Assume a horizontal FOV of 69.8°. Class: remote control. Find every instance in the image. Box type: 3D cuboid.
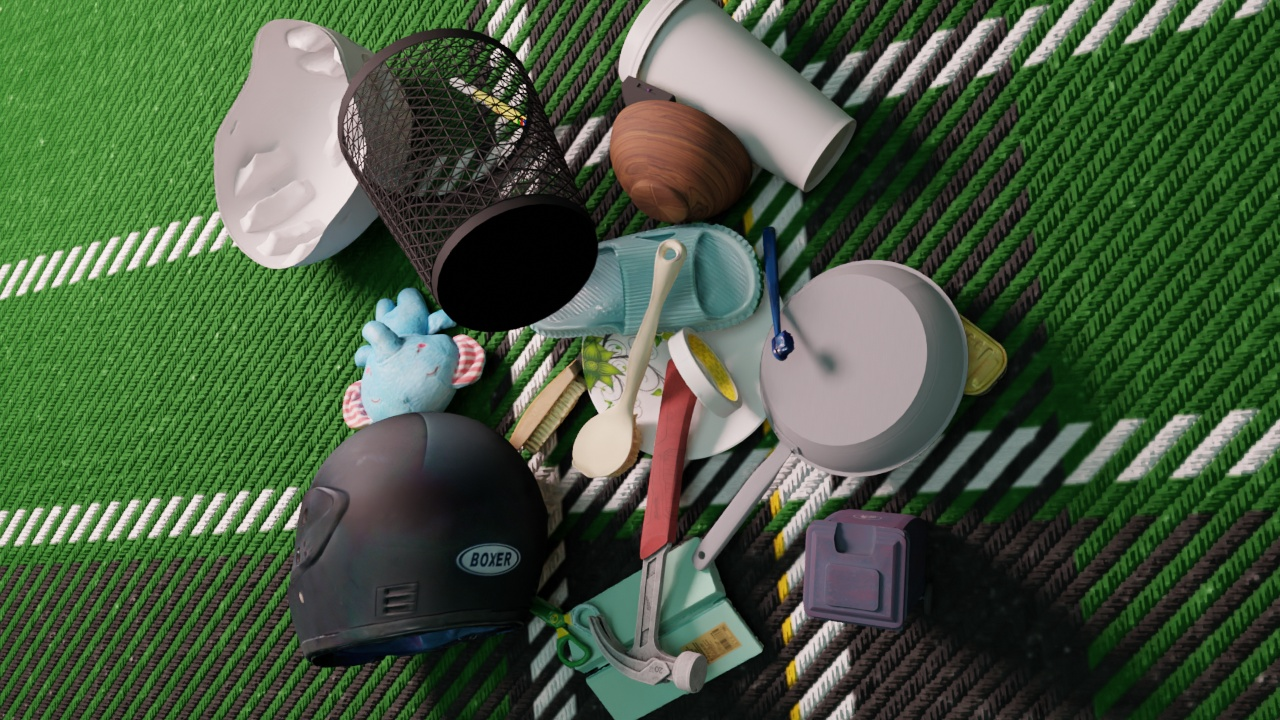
[{"bbox_3d":[0.017,-0.229,0.931,0.058,0.133,0.013,30,72,21],"label":"remote control"}]

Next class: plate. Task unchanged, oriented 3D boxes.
[{"bbox_3d":[0.047,-0.012,0.954,0.230,0.030,0.229,-2,86,24],"label":"plate"}]

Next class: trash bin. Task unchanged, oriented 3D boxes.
[{"bbox_3d":[0.200,0.181,0.802,0.094,0.160,0.092,2,87,24],"label":"trash bin"},{"bbox_3d":[-0.165,-0.171,0.925,0.217,0.216,0.243,-41,56,16],"label":"trash bin"}]

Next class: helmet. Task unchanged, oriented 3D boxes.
[{"bbox_3d":[-0.239,0.181,0.964,0.317,0.248,0.235,-30,62,45],"label":"helmet"},{"bbox_3d":[-0.389,-0.241,1.080,0.224,0.183,0.282,31,92,28],"label":"helmet"}]

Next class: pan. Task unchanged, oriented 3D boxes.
[{"bbox_3d":[0.146,0.064,0.850,0.357,0.050,0.200,-53,53,15],"label":"pan"}]

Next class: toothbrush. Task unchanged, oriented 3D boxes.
[{"bbox_3d":[0.129,-0.069,0.866,0.017,0.016,0.189,-45,27,35],"label":"toothbrush"}]

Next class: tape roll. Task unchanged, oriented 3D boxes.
[{"bbox_3d":[0.062,0.011,0.876,0.019,0.094,0.094,-36,73,17],"label":"tape roll"}]

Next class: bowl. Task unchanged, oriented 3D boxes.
[{"bbox_3d":[0.030,-0.179,0.902,0.147,0.147,0.068,13,67,24],"label":"bowl"}]

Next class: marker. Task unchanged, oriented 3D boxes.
[{"bbox_3d":[-0.175,-0.304,1.083,0.132,0.014,0.014,34,100,22],"label":"marker"}]

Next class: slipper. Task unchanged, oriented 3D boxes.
[{"bbox_3d":[-0.012,-0.078,0.932,0.277,0.069,0.116,-6,80,24],"label":"slipper"}]

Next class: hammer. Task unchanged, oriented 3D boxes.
[{"bbox_3d":[0.019,0.155,0.912,0.126,0.036,0.315,4,84,34],"label":"hammer"}]

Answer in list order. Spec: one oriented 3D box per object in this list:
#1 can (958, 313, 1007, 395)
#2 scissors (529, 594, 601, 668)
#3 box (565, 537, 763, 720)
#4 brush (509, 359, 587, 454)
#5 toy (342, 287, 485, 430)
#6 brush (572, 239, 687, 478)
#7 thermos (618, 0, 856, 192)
[{"bbox_3d":[0.283,-0.012,0.834,0.100,0.059,0.054,43,103,20],"label":"can"},{"bbox_3d":[-0.087,0.272,0.985,0.131,0.014,0.071,29,86,45],"label":"scissors"},{"bbox_3d":[0.016,0.282,0.943,0.187,0.057,0.138,-36,67,19],"label":"box"},{"bbox_3d":[-0.100,0.054,1.007,0.039,0.049,0.117,39,102,-2],"label":"brush"},{"bbox_3d":[-0.275,-0.009,1.063,0.183,0.115,0.180,-23,65,11],"label":"toy"},{"bbox_3d":[-0.005,0.005,0.886,0.062,0.077,0.273,26,120,13],"label":"brush"},{"bbox_3d":[0.098,-0.263,0.906,0.222,0.131,0.132,39,102,14],"label":"thermos"}]
